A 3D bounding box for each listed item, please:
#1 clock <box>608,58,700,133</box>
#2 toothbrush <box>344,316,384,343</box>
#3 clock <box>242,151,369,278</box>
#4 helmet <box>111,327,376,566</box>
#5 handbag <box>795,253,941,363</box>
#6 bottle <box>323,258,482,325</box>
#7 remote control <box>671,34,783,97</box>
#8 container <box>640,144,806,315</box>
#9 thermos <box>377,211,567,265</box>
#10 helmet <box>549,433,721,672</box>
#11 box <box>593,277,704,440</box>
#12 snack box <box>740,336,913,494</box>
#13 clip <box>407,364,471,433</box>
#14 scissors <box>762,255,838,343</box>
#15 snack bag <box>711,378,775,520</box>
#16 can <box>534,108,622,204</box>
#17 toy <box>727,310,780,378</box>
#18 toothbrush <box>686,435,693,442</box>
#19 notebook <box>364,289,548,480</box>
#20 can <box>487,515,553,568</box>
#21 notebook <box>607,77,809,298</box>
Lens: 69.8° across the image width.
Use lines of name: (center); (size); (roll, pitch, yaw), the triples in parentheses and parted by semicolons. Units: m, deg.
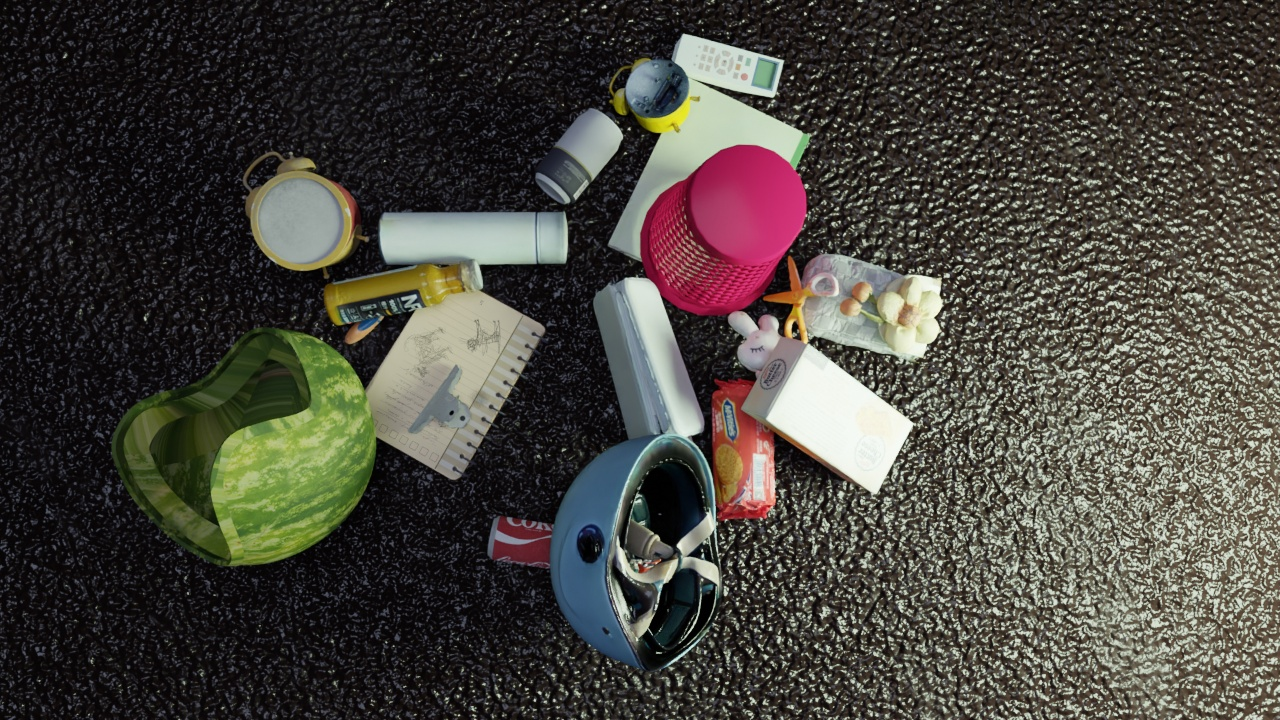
clock: (0.014, -0.345, 1.184); (0.119, 0.057, 0.083); (30, 85, 14)
toothbrush: (-0.323, -0.071, 1.159); (0.021, 0.017, 0.135); (43, 85, 5)
clock: (-0.417, -0.183, 1.129); (0.117, 0.081, 0.159); (-42, 97, 4)
helmet: (-0.412, 0.099, 1.025); (0.213, 0.243, 0.246); (8, 41, 29)
handbag: (0.283, -0.069, 1.143); (0.171, 0.123, 0.112); (14, 94, 2)
bottle: (-0.288, -0.086, 1.125); (0.186, 0.053, 0.053); (-12, 85, 0)
remote control: (0.113, -0.388, 1.215); (0.143, 0.024, 0.049); (15, 83, 0)
container: (0.103, -0.159, 1.079); (0.183, 0.226, 0.183); (0, 86, -6)
thermos: (-0.206, -0.153, 1.149); (0.230, 0.068, 0.068); (0, 84, -4)
helmet: (-0.013, 0.210, 1.053); (0.167, 0.225, 0.265); (6, 94, 33)
box: (-0.014, 0.008, 1.134); (0.110, 0.107, 0.216); (-22, 81, 22)
snack box: (0.229, 0.068, 1.115); (0.207, 0.057, 0.104); (33, 83, -27)
clip: (-0.237, 0.058, 1.119); (0.054, 0.038, 0.101); (33, 84, 15)
scissors: (0.200, -0.080, 1.135); (0.011, 0.129, 0.125); (13, 58, -37)
snack bag: (0.130, 0.110, 1.139); (0.082, 0.082, 0.176); (0, 84, -4)
can: (-0.075, -0.264, 1.170); (0.064, 0.064, 0.127); (38, 83, 1)
toy: (0.157, -0.012, 1.144); (0.076, 0.037, 0.125); (-1, 54, -19)
toothbrush: (0.057, 0.086, 1.165); (0.015, 0.018, 0.181); (-19, 85, -7)
notebook: (-0.236, 0.019, 1.150); (0.167, 0.024, 0.225); (30, 83, 1)
can: (-0.134, 0.223, 1.119); (0.096, 0.054, 0.054); (10, 83, -3)
notebook: (0.092, -0.224, 1.204); (0.182, 0.010, 0.252); (25, 83, -1)
